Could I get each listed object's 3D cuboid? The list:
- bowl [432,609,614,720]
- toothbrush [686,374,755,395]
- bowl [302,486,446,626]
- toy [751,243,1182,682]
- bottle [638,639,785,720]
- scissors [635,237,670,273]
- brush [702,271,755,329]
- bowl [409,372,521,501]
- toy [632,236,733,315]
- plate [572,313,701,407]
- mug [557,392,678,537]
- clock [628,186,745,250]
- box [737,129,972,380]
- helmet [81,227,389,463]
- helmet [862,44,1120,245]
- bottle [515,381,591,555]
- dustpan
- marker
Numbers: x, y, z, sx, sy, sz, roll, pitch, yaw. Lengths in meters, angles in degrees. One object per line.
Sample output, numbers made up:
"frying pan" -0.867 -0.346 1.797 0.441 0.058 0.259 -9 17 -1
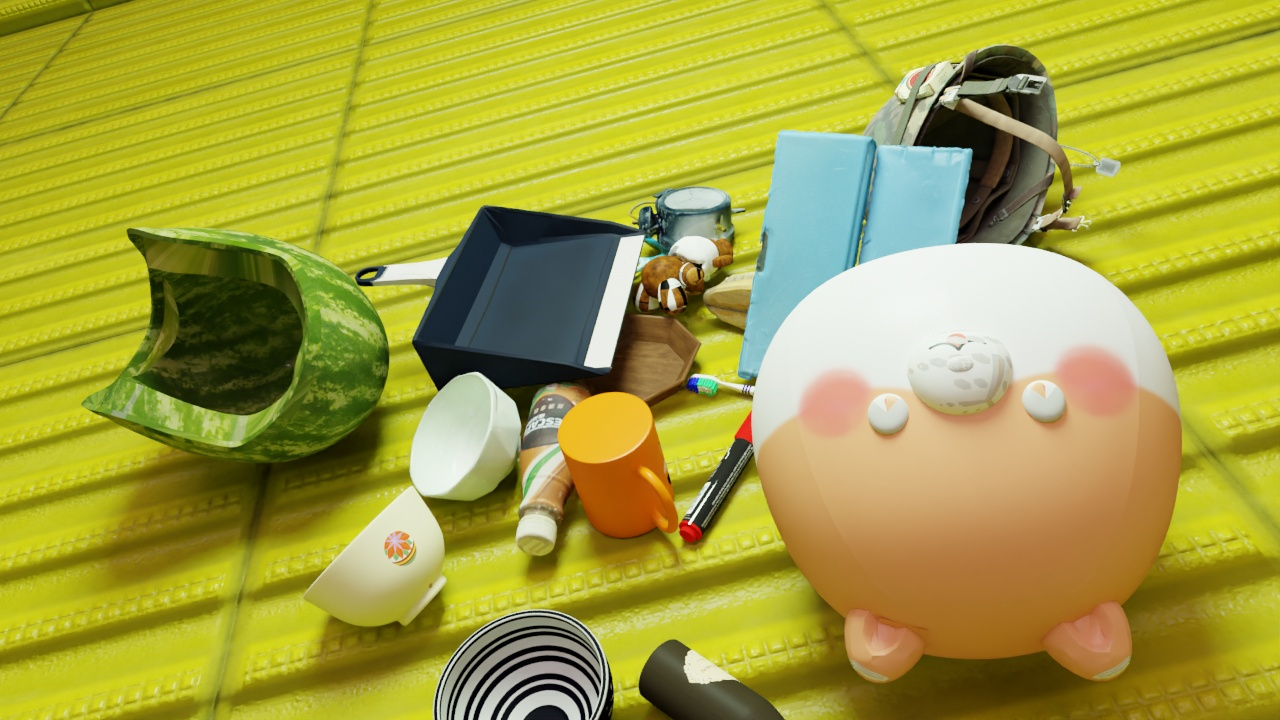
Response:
"bowl" -0.073 0.240 0.627 0.120 0.066 0.120 -9 41 8
"toothbrush" 0.128 0.033 0.833 0.187 0.015 0.016 9 52 26
"bowl" -0.198 0.169 0.733 0.074 0.118 0.117 43 59 -2
"toy" 0.204 0.062 0.592 0.263 0.266 0.280 -6 57 15
"bottle" 0.080 0.245 0.588 0.185 0.045 0.045 24 54 37
"scissors" 0.031 -0.123 1.041 0.137 0.012 0.127 1 40 18
"brush" 0.153 -0.053 0.889 0.196 0.059 0.043 8 33 29
"bowl" -0.148 0.075 0.825 0.118 0.061 0.117 -26 51 36
"toy" 0.048 -0.093 0.959 0.112 0.067 0.087 -23 18 -32
"plate" -0.006 0.006 0.898 0.131 0.025 0.131 -9 41 8
"mug" -0.008 0.095 0.745 0.077 0.096 0.112 -34 44 -20
"clock" 0.048 -0.160 1.036 0.129 0.052 0.090 10 35 25
"box" 0.188 -0.085 0.820 0.175 0.033 0.231 10 92 24
"helmet" -0.365 -0.010 0.875 0.247 0.243 0.213 13 85 -10
"helmet" 0.323 -0.198 0.886 0.224 0.192 0.236 -47 29 6
"bottle" -0.078 0.093 0.798 0.059 0.059 0.166 -5 42 12
"dustpan" -0.151 -0.076 0.919 0.273 0.080 0.235 -8 39 18
"marker" 0.073 0.094 0.778 0.023 0.021 0.144 9 46 36
